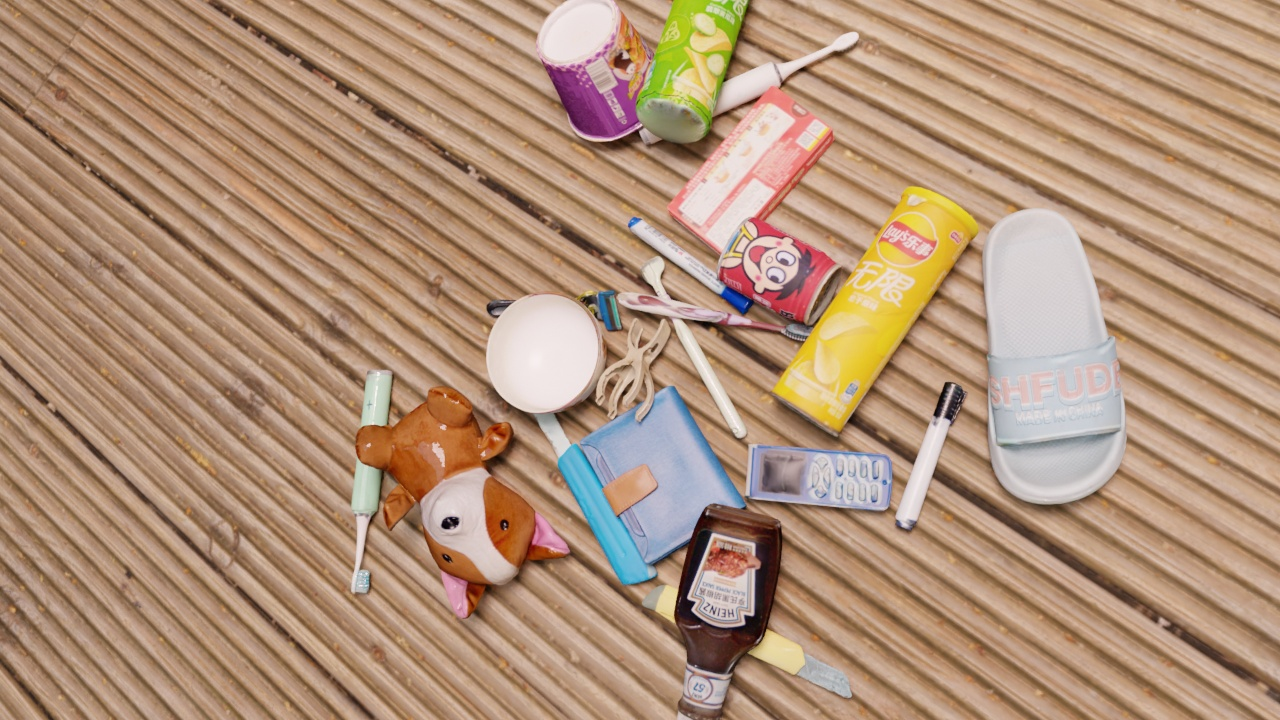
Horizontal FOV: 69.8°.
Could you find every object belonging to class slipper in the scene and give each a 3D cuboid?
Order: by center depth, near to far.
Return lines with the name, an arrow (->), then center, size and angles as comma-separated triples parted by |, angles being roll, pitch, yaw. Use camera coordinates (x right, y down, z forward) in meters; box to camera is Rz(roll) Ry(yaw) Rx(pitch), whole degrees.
slipper -> 0.328, -0.009, 0.734 | 0.104, 0.074, 0.245 | -6, 78, 15

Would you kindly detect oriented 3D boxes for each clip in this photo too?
clip -> -0.016, 0.007, 0.844 | 0.081, 0.034, 0.104 | -11, 53, 25

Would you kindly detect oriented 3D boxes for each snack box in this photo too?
snack box -> 0.102, -0.174, 0.856 | 0.075, 0.025, 0.153 | 42, 94, 20

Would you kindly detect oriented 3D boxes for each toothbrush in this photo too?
toothbrush -> 0.069, -0.041, 0.833 | 0.188, 0.017, 0.016 | 12, 79, 9
toothbrush -> 0.050, -0.012, 0.848 | 0.029, 0.020, 0.189 | -40, 70, 39
toothbrush -> 0.101, -0.260, 0.870 | 0.221, 0.026, 0.026 | -21, 86, 13
toothbrush -> -0.273, 0.119, 0.919 | 0.027, 0.026, 0.224 | 5, 81, -5

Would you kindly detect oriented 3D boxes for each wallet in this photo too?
wallet -> 0.018, 0.103, 0.830 | 0.106, 0.040, 0.133 | -32, 72, 5

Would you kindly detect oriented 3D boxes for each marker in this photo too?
marker -> 0.245, 0.081, 0.773 | 0.022, 0.018, 0.130 | 20, 86, 10
marker -> 0.045, -0.091, 0.864 | 0.146, 0.017, 0.017 | 38, 93, 19

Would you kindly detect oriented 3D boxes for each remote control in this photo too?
remote control -> 0.153, 0.101, 0.794 | 0.125, 0.024, 0.049 | 4, 82, 16

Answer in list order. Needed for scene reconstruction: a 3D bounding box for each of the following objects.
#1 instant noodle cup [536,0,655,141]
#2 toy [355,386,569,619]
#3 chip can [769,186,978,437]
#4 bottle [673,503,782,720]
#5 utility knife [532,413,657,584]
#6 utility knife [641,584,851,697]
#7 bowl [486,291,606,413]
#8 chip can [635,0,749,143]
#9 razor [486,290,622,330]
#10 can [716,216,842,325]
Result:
instant noodle cup -> -0.041, -0.281, 0.867 | 0.112, 0.099, 0.111 | -11, 61, 21
toy -> -0.166, 0.124, 0.843 | 0.140, 0.130, 0.199 | -30, 83, 4
chip can -> 0.198, -0.040, 0.781 | 0.072, 0.072, 0.213 | 34, 92, 19
bottle -> 0.066, 0.223, 0.774 | 0.080, 0.044, 0.195 | 13, 91, 13
utility knife -> -0.050, 0.118, 0.855 | 0.034, 0.018, 0.206 | -33, 74, 5
utility knife -> 0.090, 0.240, 0.792 | 0.195, 0.020, 0.031 | 21, 93, 26
bowl -> -0.081, -0.003, 0.863 | 0.114, 0.062, 0.113 | -3, 79, 18
chip can -> 0.058, -0.308, 0.849 | 0.073, 0.072, 0.221 | 12, 75, 18
razor -> -0.085, -0.052, 0.896 | 0.143, 0.022, 0.043 | 1, 125, 20
can -> 0.123, -0.078, 0.811 | 0.094, 0.066, 0.066 | 31, 90, 19
